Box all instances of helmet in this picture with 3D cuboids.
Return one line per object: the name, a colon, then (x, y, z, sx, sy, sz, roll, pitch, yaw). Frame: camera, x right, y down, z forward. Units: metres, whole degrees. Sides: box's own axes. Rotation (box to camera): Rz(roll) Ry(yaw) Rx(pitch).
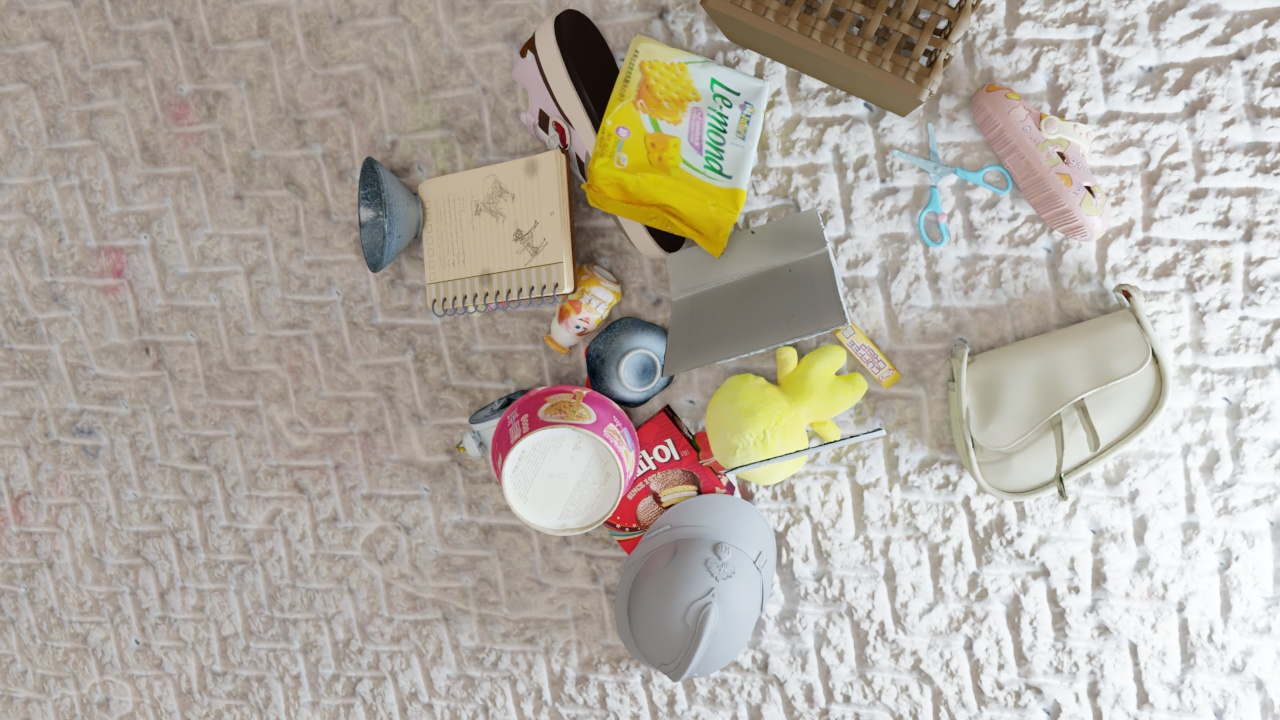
helmet: (0.067, 0.298, 1.082, 0.183, 0.117, 0.272, 19, 112, -6)

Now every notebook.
notebook: (-0.168, -0.140, 1.050, 0.226, 0.024, 0.167, -3, 91, 36)

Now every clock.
clock: (-0.176, 0.080, 1.127, 0.118, 0.083, 0.057, -23, 103, 14)

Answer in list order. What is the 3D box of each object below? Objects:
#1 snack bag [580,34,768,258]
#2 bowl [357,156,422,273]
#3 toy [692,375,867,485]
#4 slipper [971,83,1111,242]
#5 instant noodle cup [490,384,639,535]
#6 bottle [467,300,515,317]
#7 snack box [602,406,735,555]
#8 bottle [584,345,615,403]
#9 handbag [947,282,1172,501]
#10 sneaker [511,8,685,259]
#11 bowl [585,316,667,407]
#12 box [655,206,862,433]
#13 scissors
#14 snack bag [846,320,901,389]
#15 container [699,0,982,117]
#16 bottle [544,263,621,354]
snack bag: (0.037, -0.224, 0.948, 0.159, 0.246, 0.068, 20, 147, -7)
bowl: (-0.296, -0.174, 1.100, 0.057, 0.137, 0.137, -5, 104, -28)
toy: (0.158, 0.063, 1.050, 0.207, 0.092, 0.134, -35, 92, -3)
slipper: (0.423, -0.214, 0.936, 0.081, 0.093, 0.197, -38, 91, 6)
instant noodle cup: (-0.088, 0.124, 1.058, 0.178, 0.077, 0.179, 0, 110, -1)
bottle: (-0.162, -0.088, 1.108, 0.109, 0.044, 0.044, -21, 97, 16)
snack box: (0.015, 0.153, 1.124, 0.152, 0.035, 0.132, -39, 92, 17)
bottle: (-0.048, 0.041, 1.113, 0.036, 0.036, 0.119, 1, 102, 12)
handbag: (0.443, 0.041, 0.968, 0.229, 0.131, 0.184, -21, 91, 13)
sneaker: (-0.058, -0.233, 1.034, 0.117, 0.111, 0.294, -24, 98, 37)
bowl: (-0.006, 0.006, 1.068, 0.110, 0.055, 0.110, -3, 102, -13)
box: (0.121, -0.038, 0.903, 0.167, 0.329, 0.165, -17, 110, 15)
scissors: (0.341, -0.194, 0.994, 0.130, 0.015, 0.135, -9, 105, 13)
snack bag: (0.257, -0.010, 1.047, 0.026, 0.020, 0.099, -42, 91, 18)
container: (0.209, -0.378, 0.858, 0.219, 0.251, 0.214, 26, 106, 6)
bottle: (-0.071, -0.059, 1.084, 0.063, 0.063, 0.109, 37, 106, 2)
